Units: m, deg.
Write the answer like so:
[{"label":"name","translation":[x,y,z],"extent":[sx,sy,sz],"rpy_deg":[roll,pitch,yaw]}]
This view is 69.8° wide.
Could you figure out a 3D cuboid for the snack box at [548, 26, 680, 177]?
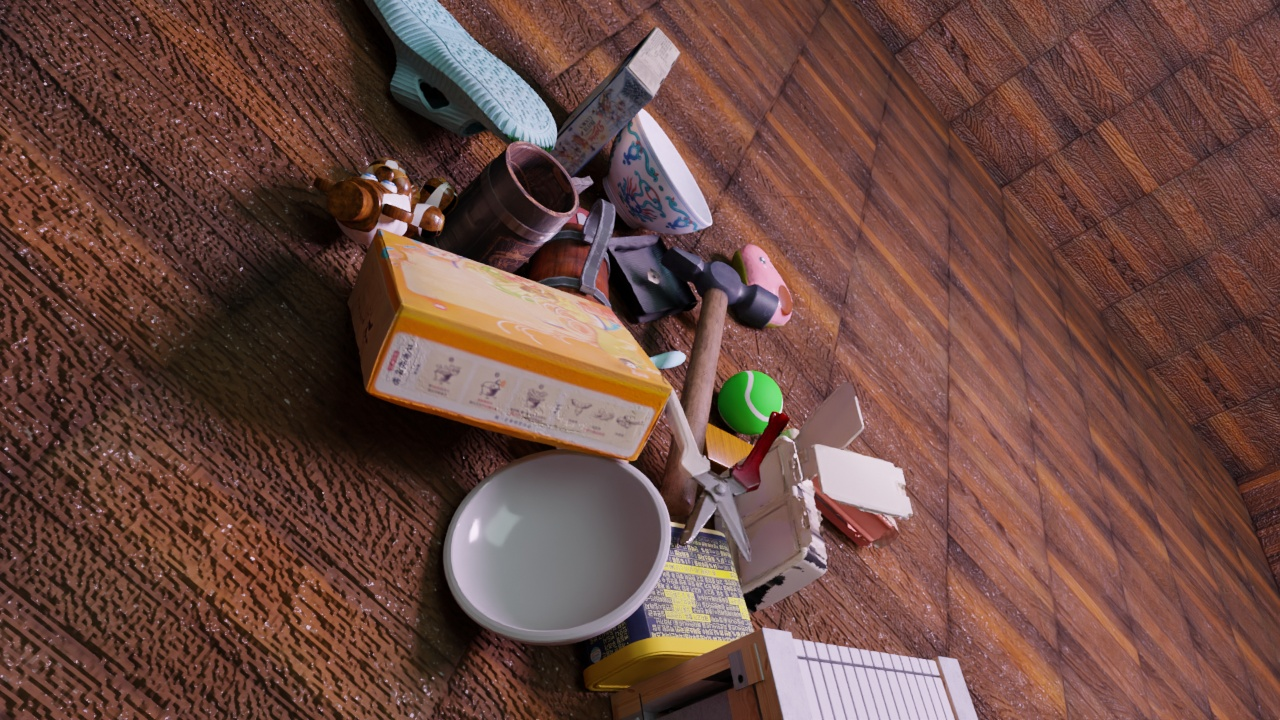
[{"label":"snack box","translation":[-0.033,-0.265,0.953],"extent":[0.042,0.145,0.144],"rpy_deg":[42,35,-16]}]

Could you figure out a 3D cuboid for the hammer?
[{"label":"hammer","translation":[0.056,0.014,0.861],"extent":[0.129,0.040,0.320],"rpy_deg":[28,43,-12]}]

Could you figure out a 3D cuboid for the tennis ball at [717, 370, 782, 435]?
[{"label":"tennis ball","translation":[0.111,0.043,0.928],"extent":[0.065,0.066,0.065],"rpy_deg":[32,39,-30]}]

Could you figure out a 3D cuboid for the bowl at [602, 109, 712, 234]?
[{"label":"bowl","translation":[0.007,-0.188,0.986],"extent":[0.144,0.074,0.143],"rpy_deg":[52,18,-25]}]

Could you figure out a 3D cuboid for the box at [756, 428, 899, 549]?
[{"label":"box","translation":[0.201,0.134,0.973],"extent":[0.187,0.057,0.067],"rpy_deg":[41,3,-22]}]

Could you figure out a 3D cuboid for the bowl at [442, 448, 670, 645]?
[{"label":"bowl","translation":[-0.053,0.129,0.613],"extent":[0.149,0.149,0.043],"rpy_deg":[-86,172,-45]}]

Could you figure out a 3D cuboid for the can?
[{"label":"can","translation":[0.016,0.180,0.678],"extent":[0.135,0.075,0.104],"rpy_deg":[19,44,-42]}]

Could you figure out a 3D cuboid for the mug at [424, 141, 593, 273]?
[{"label":"mug","translation":[-0.104,-0.121,0.767],"extent":[0.080,0.107,0.115],"rpy_deg":[58,33,5]}]

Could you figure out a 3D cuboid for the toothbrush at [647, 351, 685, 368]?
[{"label":"toothbrush","translation":[-0.005,0.005,0.864],"extent":[0.180,0.017,0.016],"rpy_deg":[-10,97,-56]}]

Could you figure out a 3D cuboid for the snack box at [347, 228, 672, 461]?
[{"label":"snack box","translation":[-0.098,-0.005,0.642],"extent":[0.195,0.081,0.145],"rpy_deg":[18,18,-28]}]

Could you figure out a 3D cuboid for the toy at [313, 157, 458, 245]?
[{"label":"toy","translation":[-0.192,-0.118,0.683],"extent":[0.087,0.067,0.112],"rpy_deg":[22,5,7]}]

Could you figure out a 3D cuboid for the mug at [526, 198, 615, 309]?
[{"label":"mug","translation":[-0.055,-0.072,0.781],"extent":[0.081,0.118,0.111],"rpy_deg":[23,39,-19]}]

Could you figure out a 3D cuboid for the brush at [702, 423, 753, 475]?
[{"label":"brush","translation":[0.102,0.102,0.906],"extent":[0.126,0.017,0.048],"rpy_deg":[28,41,-35]}]

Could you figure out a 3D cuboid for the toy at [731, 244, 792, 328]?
[{"label":"toy","translation":[0.141,-0.090,1.100],"extent":[0.090,0.051,0.110],"rpy_deg":[6,55,-50]}]

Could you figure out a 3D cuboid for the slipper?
[{"label":"slipper","translation":[-0.179,-0.268,0.850],"extent":[0.276,0.070,0.115],"rpy_deg":[48,29,18]}]

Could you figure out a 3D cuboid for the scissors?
[{"label":"scissors","translation":[0.061,0.077,0.749],"extent":[0.179,0.015,0.198],"rpy_deg":[40,42,27]}]

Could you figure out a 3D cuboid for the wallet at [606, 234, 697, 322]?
[{"label":"wallet","translation":[0.008,-0.085,0.950],"extent":[0.114,0.026,0.089],"rpy_deg":[-16,73,-56]}]

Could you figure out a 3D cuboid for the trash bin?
[{"label":"trash bin","translation":[0.125,0.294,0.646],"extent":[0.246,0.143,0.142],"rpy_deg":[22,45,-40]}]

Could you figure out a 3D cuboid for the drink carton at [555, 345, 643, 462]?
[{"label":"drink carton","translation":[-0.026,0.045,0.758],"extent":[0.129,0.040,0.064],"rpy_deg":[-59,138,-55]}]

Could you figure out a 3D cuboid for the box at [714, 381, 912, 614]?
[{"label":"box","translation":[0.126,0.110,0.776],"extent":[0.080,0.181,0.143],"rpy_deg":[36,30,-28]}]

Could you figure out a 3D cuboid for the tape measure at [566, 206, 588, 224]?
[{"label":"tape measure","translation":[-0.059,-0.130,0.914],"extent":[0.059,0.019,0.051],"rpy_deg":[21,45,-40]}]
